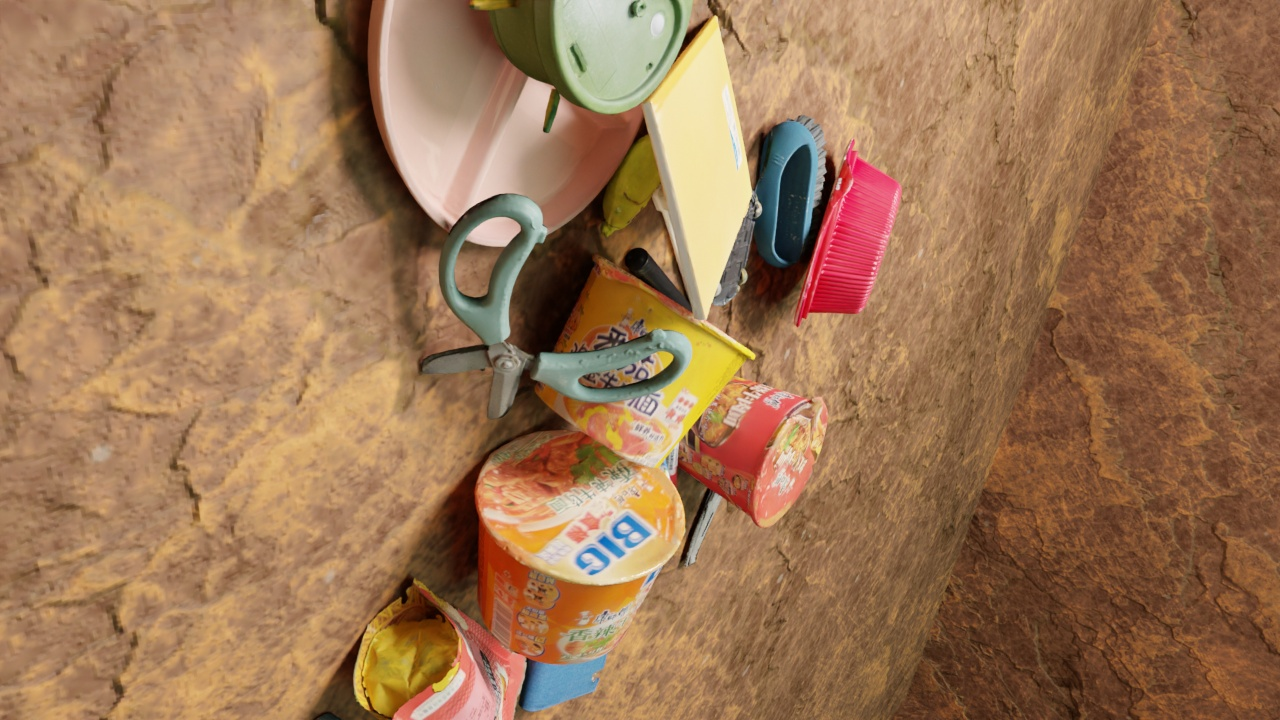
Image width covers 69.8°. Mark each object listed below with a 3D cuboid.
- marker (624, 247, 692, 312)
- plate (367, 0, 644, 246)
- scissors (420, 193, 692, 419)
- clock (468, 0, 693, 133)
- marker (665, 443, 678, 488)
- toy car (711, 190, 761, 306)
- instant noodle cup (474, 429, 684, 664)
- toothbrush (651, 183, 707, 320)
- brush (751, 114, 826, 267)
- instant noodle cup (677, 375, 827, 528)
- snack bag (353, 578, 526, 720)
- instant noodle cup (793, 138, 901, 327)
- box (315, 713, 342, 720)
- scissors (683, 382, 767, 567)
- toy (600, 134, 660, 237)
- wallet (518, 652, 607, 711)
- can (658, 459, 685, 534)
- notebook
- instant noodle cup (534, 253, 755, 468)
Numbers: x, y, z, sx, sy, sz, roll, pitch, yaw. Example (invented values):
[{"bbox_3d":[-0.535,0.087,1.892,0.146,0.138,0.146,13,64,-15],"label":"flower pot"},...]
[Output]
[{"bbox_3d":[0.021,-0.056,0.761,0.020,0.022,0.132,-23,153,13],"label":"marker"},{"bbox_3d":[-0.063,-0.178,0.524,0.228,0.028,0.230,-38,142,-38],"label":"plate"},{"bbox_3d":[-0.050,-0.026,0.552,0.019,0.174,0.170,-95,-174,-47],"label":"scissors"},{"bbox_3d":[-0.017,-0.208,0.489,0.161,0.056,0.116,-56,150,-14],"label":"clock"},{"bbox_3d":[0.030,0.071,0.878,0.017,0.017,0.145,-36,140,-40],"label":"marker"},{"bbox_3d":[0.073,-0.097,0.785,0.048,0.031,0.106,-24,132,-44],"label":"toy car"},{"bbox_3d":[-0.053,0.141,0.675,0.151,0.151,0.112,-29,143,-47],"label":"instant noodle cup"},{"bbox_3d":[0.038,-0.084,0.772,0.016,0.016,0.180,-57,150,-21],"label":"toothbrush"},{"bbox_3d":[0.129,-0.146,0.832,0.073,0.055,0.144,-39,143,-40],"label":"brush"},{"bbox_3d":[0.105,0.083,0.914,0.137,0.109,0.138,-38,141,-40],"label":"instant noodle cup"},{"bbox_3d":[-0.131,0.252,0.687,0.208,0.073,0.128,67,15,-52],"label":"snack bag"},{"bbox_3d":[0.209,-0.118,0.913,0.193,0.066,0.194,19,89,-80],"label":"instant noodle cup"},{"bbox_3d":[-0.229,0.326,0.610,0.183,0.063,0.090,-51,149,-26],"label":"box"},{"bbox_3d":[0.100,0.134,1.041,0.181,0.015,0.210,-37,141,-41],"label":"scissors"},{"bbox_3d":[0.003,-0.136,0.649,0.099,0.031,0.097,-55,176,-48],"label":"toy"},{"bbox_3d":[-0.061,0.244,0.838,0.106,0.040,0.133,7,98,-58],"label":"wallet"},{"bbox_3d":[-0.013,0.133,0.796,0.101,0.057,0.083,-36,122,-42],"label":"can"},{"bbox_3d":[0.046,-0.140,0.632,0.205,0.010,0.146,-66,145,-53],"label":"notebook"},{"bbox_3d":[-0.004,0.004,0.664,0.110,0.138,0.138,-57,151,4],"label":"instant noodle cup"}]
